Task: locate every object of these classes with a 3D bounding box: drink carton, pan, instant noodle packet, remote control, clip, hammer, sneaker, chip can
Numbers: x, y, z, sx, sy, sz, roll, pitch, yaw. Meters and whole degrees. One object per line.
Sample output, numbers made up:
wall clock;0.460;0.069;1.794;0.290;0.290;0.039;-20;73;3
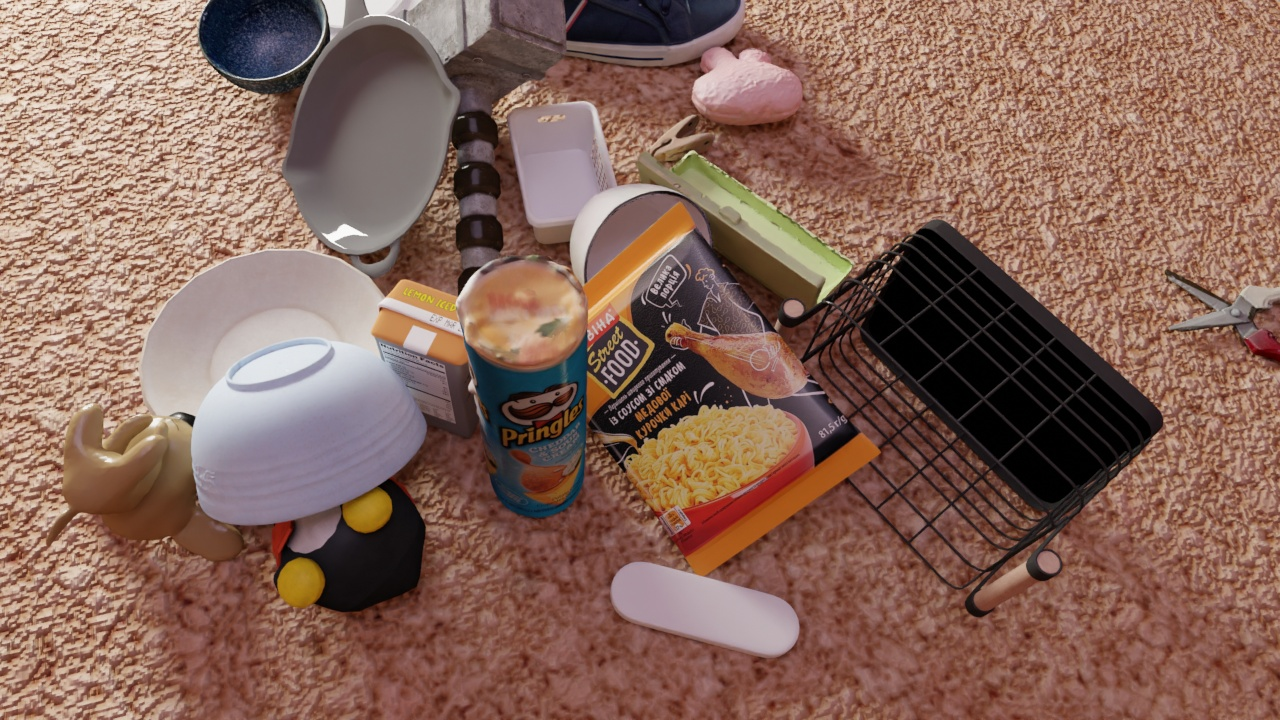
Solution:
drink carton;-0.146;0.002;0.664;0.076;0.125;0.048;19;61;5
pan;-0.226;-0.244;0.761;0.217;0.024;0.354;-9;84;33
instant noodle packet;0.035;0.025;0.653;0.160;0.032;0.221;-39;85;18
remote control;0.045;0.177;0.652;0.136;0.013;0.043;14;61;2
clip;0.041;-0.198;0.852;0.060;0.024;0.041;-40;70;-13
hammer;-0.136;-0.154;0.757;0.079;0.177;0.326;4;78;-43
sneaker;-0.037;-0.369;0.880;0.294;0.127;0.120;1;62;-8
chip can;-0.072;0.027;0.599;0.080;0.230;0.079;2;59;-3

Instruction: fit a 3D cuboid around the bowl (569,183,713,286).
bowl;-0.007;-0.091;0.741;0.116;0.116;0.065;-23;36;-17

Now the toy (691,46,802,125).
toy;0.098;-0.267;0.880;0.108;0.053;0.105;-4;51;-7

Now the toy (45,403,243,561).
toy;-0.335;0.079;0.609;0.134;0.108;0.105;24;75;7

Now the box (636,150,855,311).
box;0.084;-0.110;0.787;0.188;0.064;0.130;37;22;13

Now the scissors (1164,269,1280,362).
scissors;0.572;-0.039;0.820;0.199;0.015;0.179;42;67;17

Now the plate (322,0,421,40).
plate;-0.294;-0.368;0.915;0.208;0.015;0.208;2;61;-4

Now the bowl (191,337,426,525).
bowl;-0.221;0.032;0.593;0.150;0.075;0.150;-9;26;4

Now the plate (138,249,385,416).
plate;-0.282;-0.002;0.709;0.188;0.027;0.188;2;61;-4

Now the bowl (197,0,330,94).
bowl;-0.334;-0.288;0.837;0.114;0.061;0.114;0;74;-2

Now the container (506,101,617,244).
container;-0.068;-0.160;0.803;0.080;0.050;0.129;-9;63;-10

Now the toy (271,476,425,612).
toy;-0.202;0.110;0.621;0.097;0.100;0.119;-49;51;-6

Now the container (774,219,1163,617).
container;0.214;0.039;0.658;0.130;0.163;0.241;-34;70;-21
